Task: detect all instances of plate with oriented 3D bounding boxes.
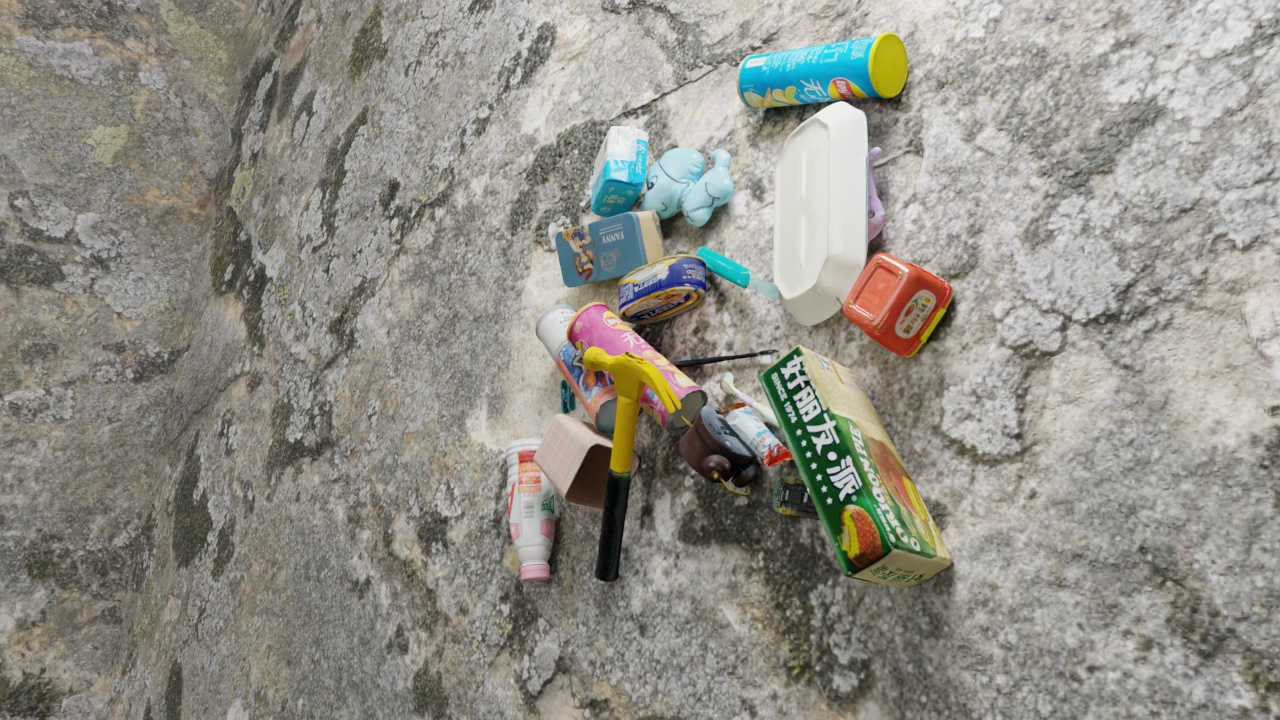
[{"bbox_3d":[0.198,-0.173,1.057,0.162,0.034,0.265,154,124,-62],"label":"plate"}]

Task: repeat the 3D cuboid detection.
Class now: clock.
[{"bbox_3d":[0.094,0.107,1.064,0.055,0.082,0.122,-51,44,25],"label":"clock"}]

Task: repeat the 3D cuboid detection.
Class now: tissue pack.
[{"bbox_3d":[-0.029,-0.268,1.323,0.140,0.063,0.090,134,142,-69],"label":"tissue pack"}]

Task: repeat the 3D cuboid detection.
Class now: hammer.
[{"bbox_3d":[-0.025,0.136,1.135,0.129,0.032,0.301,17,110,27],"label":"hammer"}]

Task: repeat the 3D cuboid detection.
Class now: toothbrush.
[{"bbox_3d":[0.156,0.064,1.063,0.189,0.020,0.029,36,132,46],"label":"toothbrush"},{"bbox_3d":[0.098,0.002,1.150,0.181,0.015,0.018,-5,80,44],"label":"toothbrush"}]

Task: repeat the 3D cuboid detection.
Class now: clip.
[{"bbox_3d":[-0.107,0.051,1.346,0.043,0.014,0.056,-23,58,39],"label":"clip"}]

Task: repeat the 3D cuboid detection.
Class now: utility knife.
[{"bbox_3d":[0.116,-0.109,1.147,0.216,0.013,0.029,40,112,59],"label":"utility knife"}]

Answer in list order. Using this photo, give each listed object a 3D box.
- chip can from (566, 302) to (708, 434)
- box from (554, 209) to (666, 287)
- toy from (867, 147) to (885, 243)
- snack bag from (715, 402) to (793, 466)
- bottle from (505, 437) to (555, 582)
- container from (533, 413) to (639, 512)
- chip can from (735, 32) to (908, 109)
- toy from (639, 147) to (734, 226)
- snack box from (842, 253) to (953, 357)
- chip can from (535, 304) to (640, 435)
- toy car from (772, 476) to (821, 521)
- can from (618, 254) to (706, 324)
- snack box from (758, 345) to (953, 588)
[{"bbox_3d":[-0.007,0.007,1.186,0.210,0.071,0.071,41,105,34],"label":"chip can"},{"bbox_3d":[-0.039,-0.158,1.301,0.185,0.061,0.090,-10,95,47],"label":"box"},{"bbox_3d":[0.249,-0.180,1.043,0.084,0.039,0.107,-32,53,47],"label":"toy"},{"bbox_3d":[0.132,0.084,1.048,0.104,0.048,0.026,52,136,31],"label":"snack bag"},{"bbox_3d":[-0.153,0.211,1.297,0.068,0.068,0.196,-23,63,39],"label":"bottle"},{"bbox_3d":[-0.077,0.133,1.230,0.111,0.089,0.090,36,101,51],"label":"container"},{"bbox_3d":[0.217,-0.349,1.121,0.211,0.071,0.071,11,83,48],"label":"chip can"},{"bbox_3d":[0.058,-0.241,1.257,0.162,0.049,0.156,-46,50,31],"label":"toy"},{"bbox_3d":[0.262,-0.061,0.954,0.082,0.080,0.091,42,106,47],"label":"snack box"},{"bbox_3d":[-0.077,0.010,1.287,0.071,0.071,0.214,-53,45,18],"label":"chip can"},{"bbox_3d":[0.184,0.150,0.986,0.091,0.036,0.043,2,75,48],"label":"toy car"},{"bbox_3d":[0.027,-0.092,1.213,0.148,0.074,0.049,-21,63,48],"label":"can"},{"bbox_3d":[0.212,0.104,0.918,0.063,0.114,0.239,-40,50,27],"label":"snack box"}]
